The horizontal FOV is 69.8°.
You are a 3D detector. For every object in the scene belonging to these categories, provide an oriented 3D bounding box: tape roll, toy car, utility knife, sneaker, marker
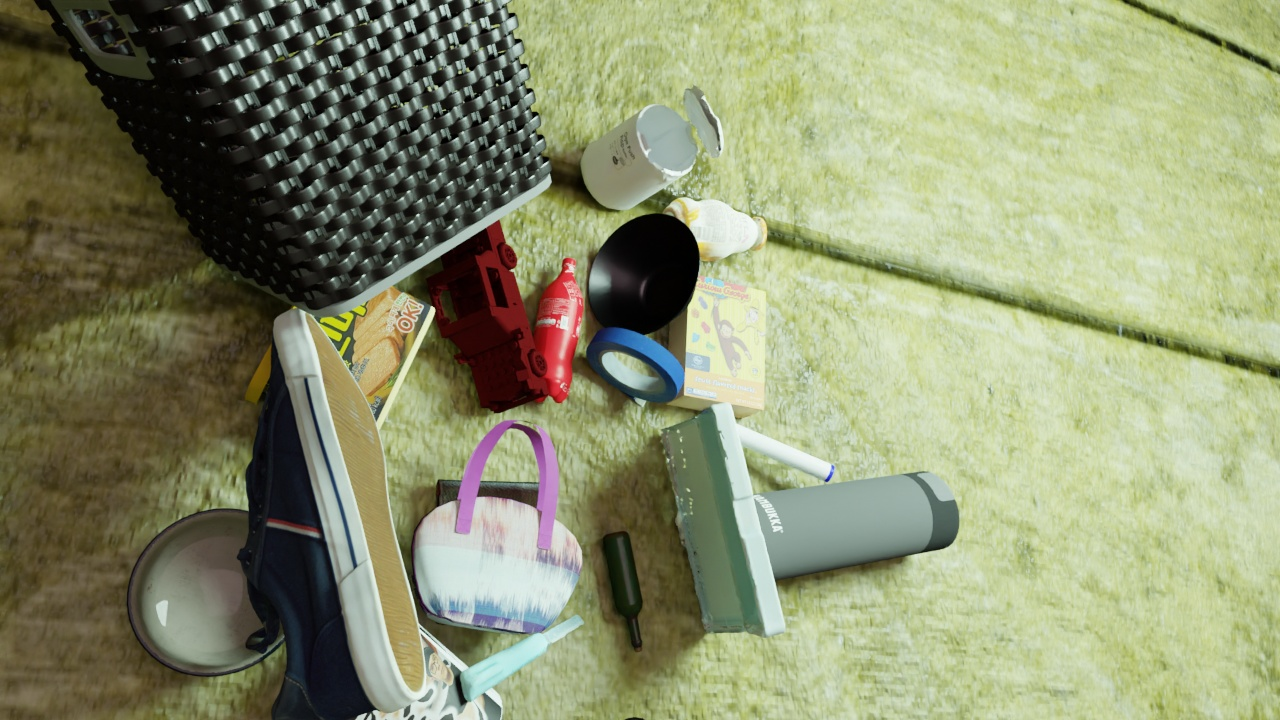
[{"bbox_3d":[-0.005,0.005,0.846,0.091,0.093,0.016,39,62,-17],"label":"tape roll"},{"bbox_3d":[-0.137,-0.042,0.802,0.061,0.070,0.169,1,70,-64],"label":"toy car"},{"bbox_3d":[-0.088,0.231,0.735,0.168,0.015,0.022,-7,69,-62],"label":"utility knife"},{"bbox_3d":[-0.236,0.103,0.621,0.127,0.121,0.294,-18,65,-2],"label":"sneaker"},{"bbox_3d":[0.124,0.085,0.907,0.141,0.020,0.020,23,65,-4],"label":"marker"}]

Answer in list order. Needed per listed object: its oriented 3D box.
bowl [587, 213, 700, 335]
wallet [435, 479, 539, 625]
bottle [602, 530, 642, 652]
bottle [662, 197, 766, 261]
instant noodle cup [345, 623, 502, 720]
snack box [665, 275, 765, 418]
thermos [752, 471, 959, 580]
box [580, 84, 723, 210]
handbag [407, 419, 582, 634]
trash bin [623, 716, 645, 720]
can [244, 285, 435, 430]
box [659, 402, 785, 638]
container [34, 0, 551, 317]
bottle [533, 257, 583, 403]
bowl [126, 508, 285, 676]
[{"bbox_3d":[0.015,-0.075,0.888,0.052,0.124,0.124,27,59,-54],"label":"bowl"},{"bbox_3d":[-0.124,0.161,0.780,0.099,0.031,0.119,4,74,-21],"label":"wallet"},{"bbox_3d":[-0.012,0.207,0.821,0.025,0.025,0.106,-6,77,-27],"label":"bottle"},{"bbox_3d":[0.076,-0.133,0.943,0.108,0.063,0.063,0,75,-26],"label":"bottle"},{"bbox_3d":[-0.177,0.257,0.683,0.121,0.124,0.123,40,62,-20],"label":"instant noodle cup"},{"bbox_3d":[0.076,-0.013,0.920,0.088,0.040,0.125,11,70,-22],"label":"snack box"},{"bbox_3d":[0.197,0.161,0.901,0.240,0.082,0.082,-3,76,-26],"label":"thermos"},{"bbox_3d":[0.018,-0.207,0.885,0.091,0.161,0.081,-13,86,-39],"label":"box"},{"bbox_3d":[-0.112,0.131,0.747,0.144,0.068,0.169,15,70,-17],"label":"handbag"},{"bbox_3d":[0.082,0.394,0.737,0.227,0.165,0.164,20,67,-23],"label":"trash bin"},{"bbox_3d":[-0.243,-0.008,0.751,0.101,0.073,0.130,28,65,-18],"label":"can"},{"bbox_3d":[0.073,0.143,0.816,0.043,0.136,0.197,-8,78,-21],"label":"box"},{"bbox_3d":[-0.238,-0.208,0.669,0.244,0.248,0.244,-39,130,-29],"label":"container"},{"bbox_3d":[-0.077,-0.030,0.851,0.042,0.042,0.141,16,68,-21],"label":"bottle"},{"bbox_3d":[-0.308,0.170,0.672,0.115,0.059,0.115,7,72,-23],"label":"bowl"}]
